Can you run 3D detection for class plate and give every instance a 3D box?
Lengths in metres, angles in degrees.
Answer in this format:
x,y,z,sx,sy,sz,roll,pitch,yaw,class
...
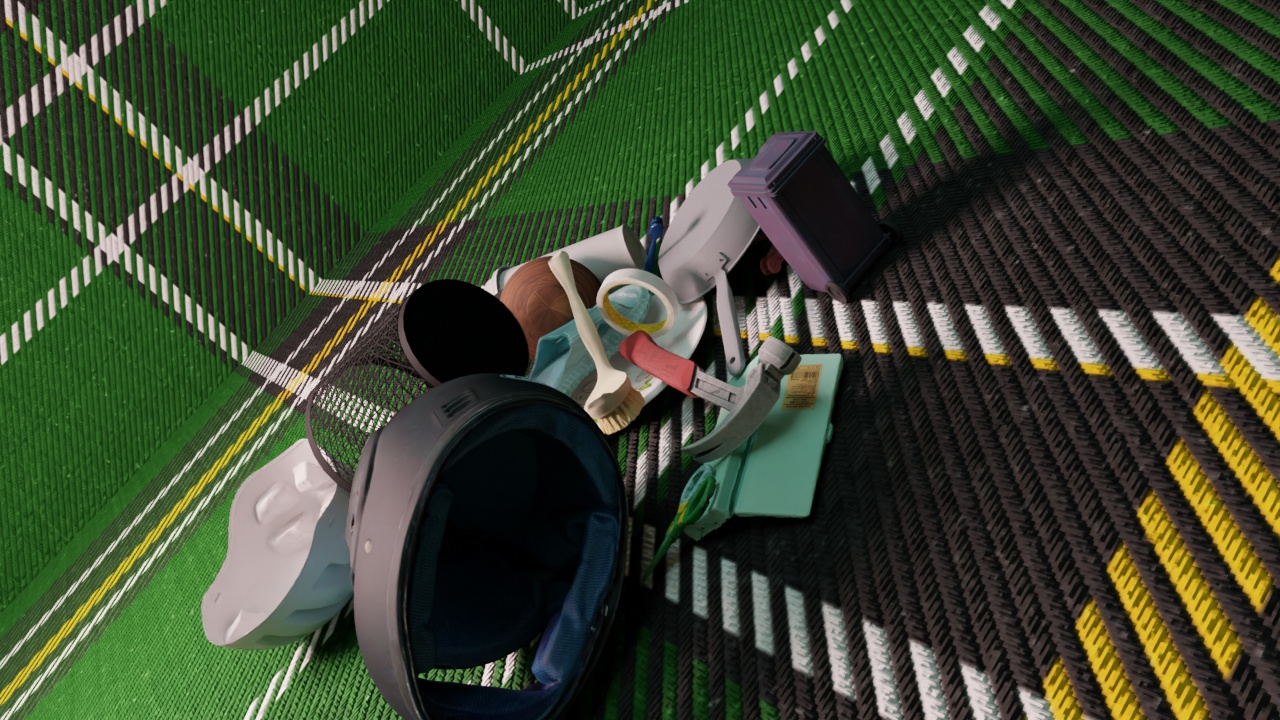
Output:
x,y,z,sx,sy,sz,roll,pitch,yaw,class
-0.006,0.006,1.100,0.230,0.030,0.229,-33,28,20,plate

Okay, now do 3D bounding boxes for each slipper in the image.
x,y,z,sx,sy,sz,roll,pitch,yaw,class
-0.094,-0.003,1.125,0.275,0.069,0.116,-52,24,-16,slipper

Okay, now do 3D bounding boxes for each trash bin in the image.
x,y,z,sx,sy,sz,roll,pitch,yaw,class
0.175,-0.150,0.936,0.093,0.161,0.092,-47,27,-9,trash bin
-0.269,0.033,1.144,0.244,0.217,0.216,-41,21,41,trash bin

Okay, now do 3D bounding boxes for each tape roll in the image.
x,y,z,sx,sy,sz,roll,pitch,yaw,class
-0.003,-0.064,1.056,0.094,0.094,0.019,-20,34,38,tape roll

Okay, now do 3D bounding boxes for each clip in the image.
x,y,z,sx,sy,sz,roll,pitch,yaw,class
0.164,-0.125,1.075,0.044,0.023,0.060,-27,25,31,clip

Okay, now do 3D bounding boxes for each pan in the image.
x,y,z,sx,sy,sz,roll,pitch,yaw,class
0.085,-0.110,1.033,0.201,0.050,0.355,-45,24,32,pan

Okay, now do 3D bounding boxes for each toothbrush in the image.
x,y,z,sx,sy,sz,roll,pitch,yaw,class
0.010,-0.117,1.145,0.190,0.016,0.017,103,172,-60,toothbrush

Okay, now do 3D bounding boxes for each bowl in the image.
x,y,z,sx,sy,sz,roll,pitch,yaw,class
-0.117,-0.068,1.215,0.147,0.147,0.069,-43,2,0,bowl

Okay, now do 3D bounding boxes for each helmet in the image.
x,y,z,sx,sy,sz,roll,pitch,yaw,class
-0.146,0.172,0.834,0.236,0.248,0.315,-18,59,58,helmet
-0.448,0.246,1.179,0.224,0.184,0.281,-41,19,16,helmet

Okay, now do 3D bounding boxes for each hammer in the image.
x,y,z,sx,sy,sz,roll,pitch,yaw,class
0.041,0.016,0.932,0.126,0.036,0.316,-55,24,-4,hammer

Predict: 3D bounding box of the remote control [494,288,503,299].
x,y,z,sx,sy,sz,roll,pitch,yaw,class
-0.145,-0.048,1.264,0.058,0.133,0.013,-34,2,13,remote control

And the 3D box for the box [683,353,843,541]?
x,y,z,sx,sy,sz,roll,pitch,yaw,class
0.110,0.071,0.836,0.138,0.057,0.186,-27,31,42,box

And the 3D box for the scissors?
x,y,z,sx,sy,sz,roll,pitch,yaw,class
0.031,0.148,0.822,0.131,0.014,0.071,-58,9,19,scissors

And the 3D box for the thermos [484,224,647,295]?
x,y,z,sx,sy,sz,roll,pitch,yaw,class
-0.101,-0.110,1.313,0.222,0.131,0.131,-24,31,19,thermos

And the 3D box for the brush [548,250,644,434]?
x,y,z,sx,sy,sz,roll,pitch,yaw,class
-0.060,-0.029,1.040,0.062,0.077,0.272,-27,51,7,brush

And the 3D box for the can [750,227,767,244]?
x,y,z,sx,sy,sz,roll,pitch,yaw,class
0.157,-0.196,1.143,0.100,0.059,0.053,-30,29,24,can
